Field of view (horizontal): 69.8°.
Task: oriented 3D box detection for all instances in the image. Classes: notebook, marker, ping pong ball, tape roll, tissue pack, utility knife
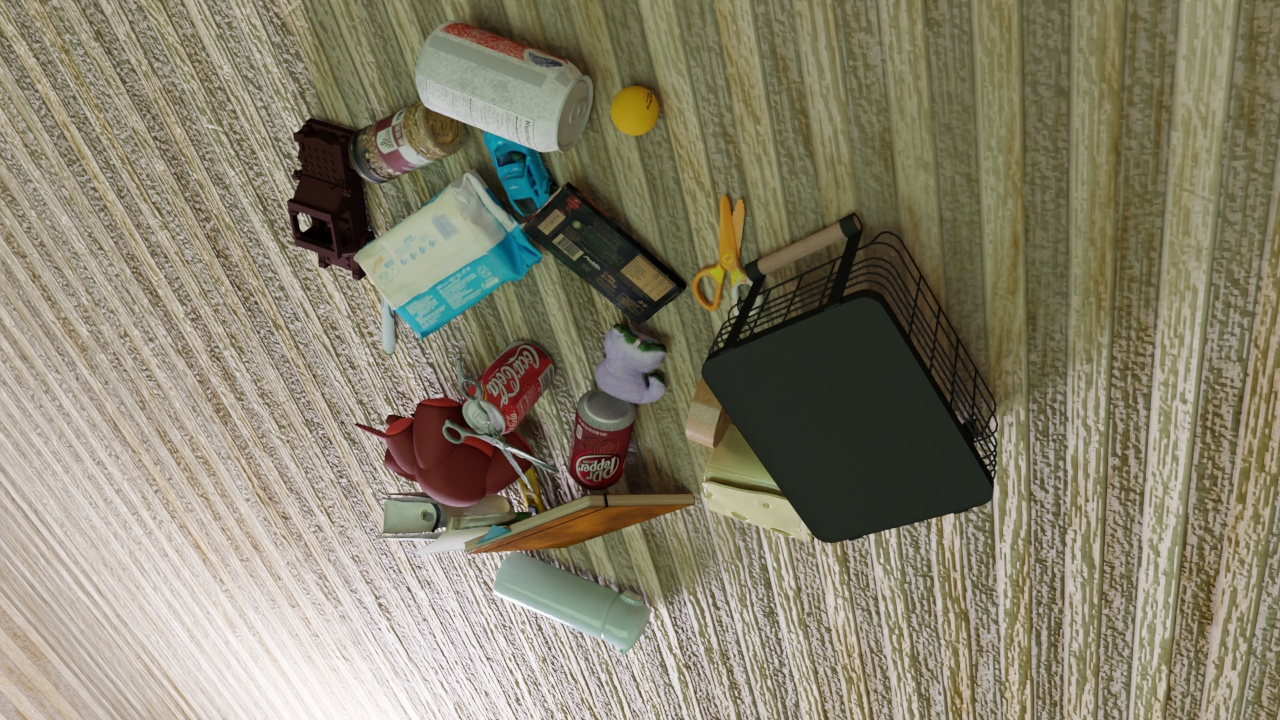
[{"bbox_3d":[-0.086,0.192,1.062,0.250,0.178,0.014,-27,66,41],"label":"notebook"},{"bbox_3d":[-0.291,-0.063,1.058,0.017,0.017,0.147,24,134,11],"label":"marker"},{"bbox_3d":[-0.005,-0.208,0.764,0.040,0.040,0.040,15,131,18],"label":"ping pong ball"},{"bbox_3d":[0.074,0.035,0.878,0.027,0.093,0.094,20,132,14],"label":"tape roll"},{"bbox_3d":[-0.196,-0.107,0.936,0.210,0.065,0.117,-24,110,39],"label":"tissue pack"},{"bbox_3d":[-0.138,0.177,1.167,0.030,0.017,0.176,3,124,16],"label":"utility knife"}]

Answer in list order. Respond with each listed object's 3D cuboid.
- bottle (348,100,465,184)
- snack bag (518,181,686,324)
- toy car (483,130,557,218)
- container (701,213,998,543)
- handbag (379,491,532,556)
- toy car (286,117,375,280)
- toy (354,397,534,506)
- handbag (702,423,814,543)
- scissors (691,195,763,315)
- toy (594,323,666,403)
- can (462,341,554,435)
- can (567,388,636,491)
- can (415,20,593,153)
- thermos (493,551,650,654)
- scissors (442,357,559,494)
[{"bbox_3d":[-0.223,-0.209,0.875,0.105,0.056,0.056,-11,119,35],"label":"bottle"},{"bbox_3d":[-0.034,-0.098,0.870,0.155,0.018,0.075,39,134,-18],"label":"snack bag"},{"bbox_3d":[-0.114,-0.180,0.855,0.048,0.032,0.105,-2,123,31],"label":"toy car"},{"bbox_3d":[0.182,0.022,0.773,0.163,0.130,0.241,-24,111,34],"label":"container"},{"bbox_3d":[-0.212,0.202,1.131,0.176,0.151,0.074,-1,83,25],"label":"handbag"},{"bbox_3d":[-0.328,-0.161,0.968,0.070,0.061,0.170,19,132,15],"label":"toy car"},{"bbox_3d":[-0.235,0.105,1.087,0.158,0.120,0.198,29,164,-32],"label":"toy"},{"bbox_3d":[0.132,0.128,0.930,0.119,0.081,0.111,13,143,17],"label":"handbag"},{"bbox_3d":[0.087,-0.092,0.825,0.073,0.012,0.132,20,133,13],"label":"scissors"},{"bbox_3d":[-0.006,0.005,0.940,0.080,0.036,0.100,23,139,-2],"label":"toy"},{"bbox_3d":[-0.142,0.031,0.987,0.064,0.104,0.064,15,131,18],"label":"can"},{"bbox_3d":[-0.044,0.087,1.006,0.063,0.063,0.114,23,133,11],"label":"can"},{"bbox_3d":[-0.116,-0.232,0.781,0.136,0.078,0.078,23,133,11],"label":"can"},{"bbox_3d":[-0.089,0.317,1.214,0.207,0.065,0.078,18,96,16],"label":"thermos"},{"bbox_3d":[-0.151,0.070,0.939,0.142,0.014,0.172,8,127,28],"label":"scissors"}]
